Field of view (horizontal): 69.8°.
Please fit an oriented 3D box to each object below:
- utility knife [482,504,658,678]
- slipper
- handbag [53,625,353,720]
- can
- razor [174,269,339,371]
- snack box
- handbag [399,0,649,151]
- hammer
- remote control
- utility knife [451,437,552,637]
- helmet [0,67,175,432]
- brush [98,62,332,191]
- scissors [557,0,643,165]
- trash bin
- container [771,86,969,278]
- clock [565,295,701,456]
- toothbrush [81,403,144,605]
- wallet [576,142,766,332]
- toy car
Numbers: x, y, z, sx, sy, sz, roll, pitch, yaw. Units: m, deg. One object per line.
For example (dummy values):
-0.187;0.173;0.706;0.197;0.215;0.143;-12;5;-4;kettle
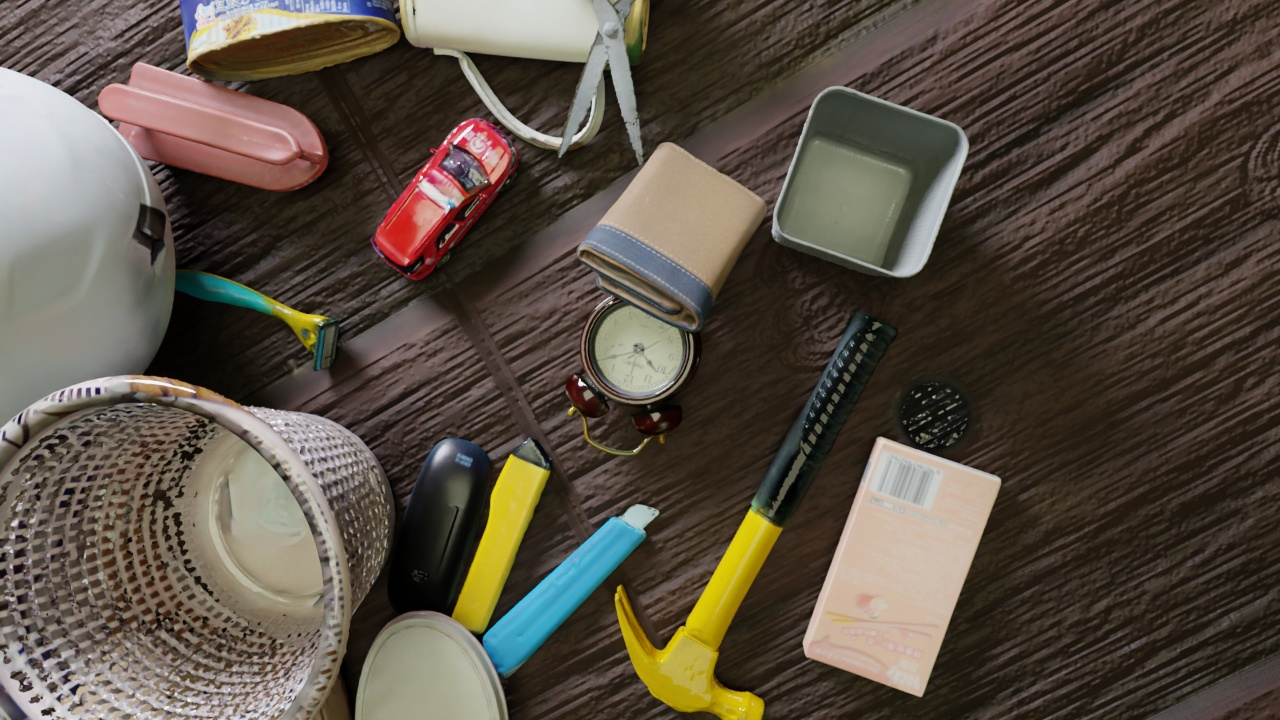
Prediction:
-0.049;0.158;0.645;0.162;0.018;0.034;-44;95;4;utility knife
-0.140;0.310;0.642;0.114;0.054;0.274;-5;90;5;slipper
-0.303;0.264;0.631;0.204;0.100;0.147;5;90;1;handbag
-0.233;-0.227;0.607;0.148;0.074;0.049;-8;91;14;can
-0.276;-0.037;0.647;0.132;0.028;0.043;22;127;1;razor
0.175;0.138;0.620;0.084;0.026;0.157;19;95;3;snack box
-0.075;-0.233;0.611;0.163;0.063;0.179;7;109;4;handbag
0.087;0.104;0.623;0.129;0.033;0.301;29;95;1;hammer
-0.144;0.122;0.647;0.053;0.024;0.136;18;95;2;remote control
-0.107;0.143;0.650;0.033;0.015;0.192;24;97;10;utility knife
-0.378;-0.070;0.576;0.258;0.145;0.230;52;130;37;helmet
-0.282;-0.153;0.620;0.146;0.069;0.063;16;95;4;brush
-0.019;-0.215;0.576;0.179;0.014;0.159;-41;103;20;scissors
-0.255;0.116;0.570;0.227;0.192;0.227;0;94;5;trash bin
0.132;-0.102;0.566;0.090;0.114;0.090;20;94;3;container
-0.004;0.004;0.612;0.082;0.055;0.122;17;92;3;clock
-0.374;0.067;0.662;0.026;0.026;0.221;15;95;36;toothbrush
0.023;-0.082;0.589;0.090;0.033;0.115;31;58;2;wallet
-0.133;-0.109;0.623;0.053;0.045;0.120;40;93;0;toy car
